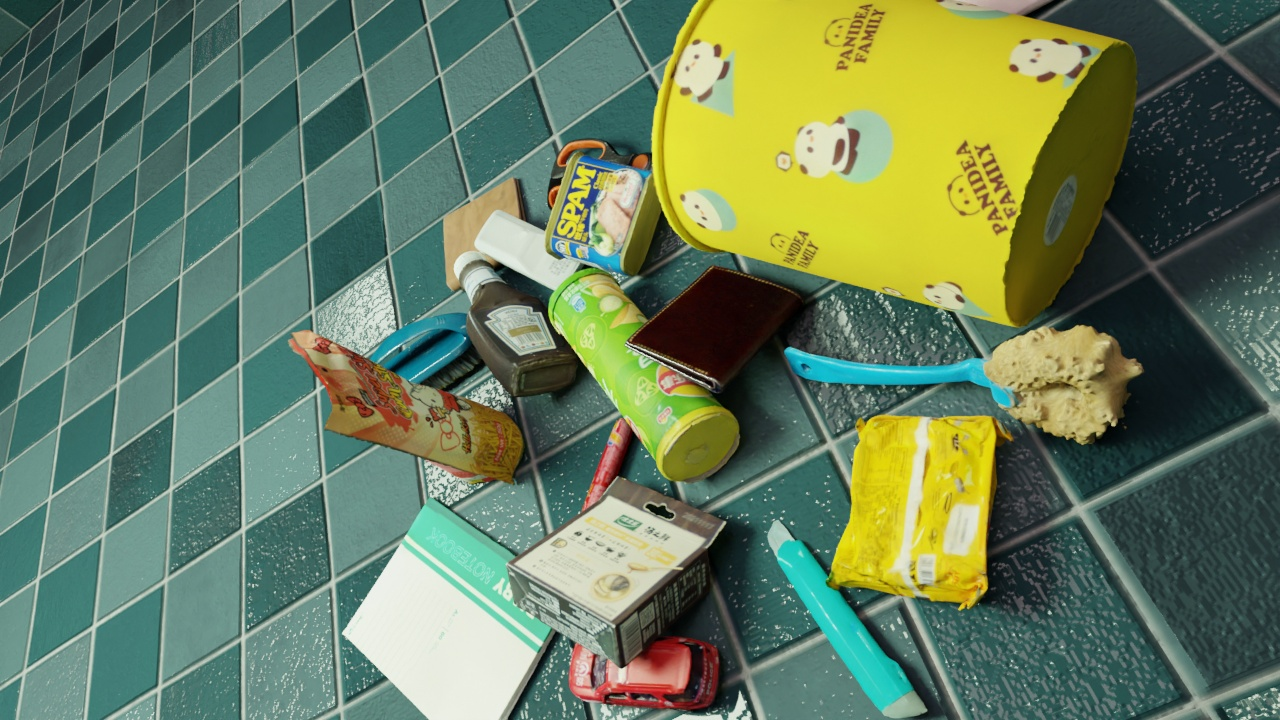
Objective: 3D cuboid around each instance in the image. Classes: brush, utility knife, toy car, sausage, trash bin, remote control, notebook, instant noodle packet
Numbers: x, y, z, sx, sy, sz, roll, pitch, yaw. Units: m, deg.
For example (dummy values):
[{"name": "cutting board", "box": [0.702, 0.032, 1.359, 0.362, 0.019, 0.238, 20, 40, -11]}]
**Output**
[{"name": "brush", "box": [-0.223, -0.002, 0.921, 0.144, 0.073, 0.055, -33, 42, 14]}, {"name": "utility knife", "box": [0.133, 0.172, 0.624, 0.029, 0.013, 0.171, -40, 46, 6]}, {"name": "toy car", "box": [-0.001, 0.224, 0.666, 0.121, 0.045, 0.052, -11, 58, 32]}, {"name": "sausage", "box": [-0.035, 0.114, 0.766, 0.020, 0.020, 0.155, 7, 69, 36]}, {"name": "trash bin", "box": [0.178, -0.151, 0.647, 0.255, 0.229, 0.229, 26, 81, 35]}, {"name": "remote control", "box": [-0.111, -0.111, 0.924, 0.125, 0.024, 0.049, 28, 83, 25]}, {"name": "notebook", "box": [-0.163, 0.223, 0.797, 0.209, 0.012, 0.150, 22, 78, 40]}, {"name": "instant noodle packet", "box": [0.185, 0.099, 0.609, 0.111, 0.044, 0.128, -3, 60, 40]}, {"name": "brush", "box": [0.208, 0.010, 0.634, 0.255, 0.083, 0.045, 5, 44, 43]}]

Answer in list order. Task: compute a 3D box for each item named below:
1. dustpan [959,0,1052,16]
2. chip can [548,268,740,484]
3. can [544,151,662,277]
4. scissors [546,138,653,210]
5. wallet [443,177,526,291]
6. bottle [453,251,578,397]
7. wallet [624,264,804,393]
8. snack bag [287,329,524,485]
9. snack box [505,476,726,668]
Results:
[{"name": "dustpan", "box": [0.192, -0.314, 0.730, 0.274, 0.222, 0.138, -6, 48, 46]}, {"name": "chip can", "box": [-0.005, 0.005, 0.771, 0.072, 0.072, 0.221, -44, 49, 5]}, {"name": "can", "box": [-0.032, -0.136, 0.858, 0.083, 0.057, 0.102, 17, 88, 20]}, {"name": "scissors", "box": [-0.007, -0.174, 0.898, 0.235, 0.021, 0.125, 26, 91, 42]}, {"name": "wallet", "box": [-0.170, -0.140, 0.999, 0.101, 0.020, 0.115, -28, 50, 16]}, {"name": "bottle", "box": [-0.130, -0.041, 0.882, 0.195, 0.079, 0.044, 51, 142, 41]}, {"name": "wallet", "box": [0.060, -0.030, 0.738, 0.096, 0.020, 0.122, 24, 50, 32]}, {"name": "snack bag", "box": [-0.198, 0.047, 0.789, 0.073, 0.207, 0.128, -48, 47, 8]}, {"name": "snack box", "box": [-0.016, 0.153, 0.685, 0.113, 0.053, 0.125, 18, 34, 39]}]
